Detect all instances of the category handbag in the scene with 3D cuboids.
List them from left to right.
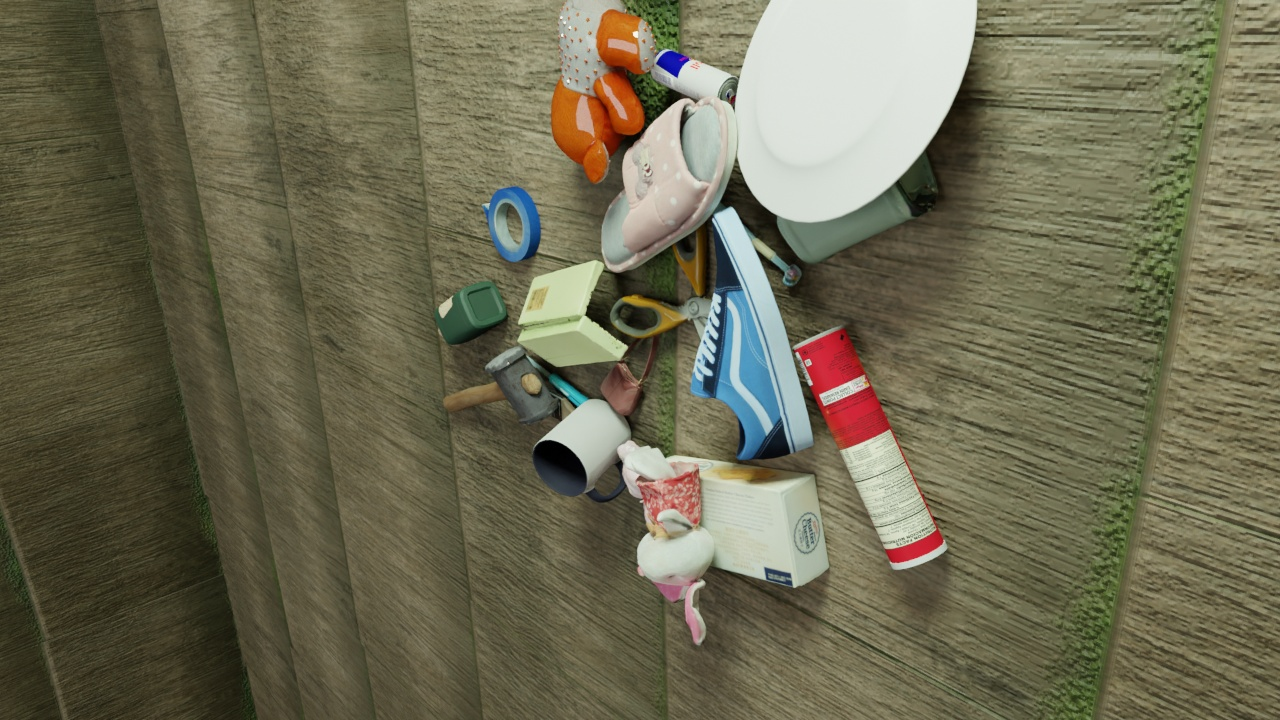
[{"bbox_3d":[-0.006,0.006,1.056,0.055,0.029,0.120,50,132,25],"label":"handbag"},{"bbox_3d":[0.168,-0.147,0.751,0.122,0.067,0.106,-25,88,51],"label":"handbag"}]

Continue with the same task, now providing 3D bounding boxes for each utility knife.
[{"bbox_3d":[-0.102,0.033,1.186,0.162,0.015,0.022,34,138,39],"label":"utility knife"}]

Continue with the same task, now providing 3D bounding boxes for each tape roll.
[{"bbox_3d":[-0.161,-0.172,1.163,0.093,0.016,0.091,-18,92,51],"label":"tape roll"}]

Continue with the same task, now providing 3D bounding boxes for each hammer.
[{"bbox_3d":[-0.215,0.046,1.278,0.098,0.052,0.329,58,151,-11],"label":"hammer"}]

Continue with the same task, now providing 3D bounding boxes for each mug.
[{"bbox_3d":[-0.059,0.116,1.097,0.079,0.096,0.112,-33,96,43],"label":"mug"}]

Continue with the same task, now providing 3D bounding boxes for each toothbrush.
[{"bbox_3d":[0.097,-0.125,0.883,0.155,0.016,0.022,46,127,26],"label":"toothbrush"}]

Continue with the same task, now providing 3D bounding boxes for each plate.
[{"bbox_3d":[0.147,-0.227,0.703,0.243,0.016,0.242,-19,67,52],"label":"plate"}]

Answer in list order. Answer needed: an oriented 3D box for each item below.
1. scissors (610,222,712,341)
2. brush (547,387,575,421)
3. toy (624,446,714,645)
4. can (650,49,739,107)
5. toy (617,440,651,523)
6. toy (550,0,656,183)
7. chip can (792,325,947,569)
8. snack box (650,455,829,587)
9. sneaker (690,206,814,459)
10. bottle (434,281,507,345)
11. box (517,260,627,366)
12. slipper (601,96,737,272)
[{"bbox_3d":[0.041,-0.068,0.965,0.230,0.016,0.225,-14,93,47],"label":"scissors"},{"bbox_3d":[-0.100,0.064,1.196,0.151,0.012,0.039,23,123,43],"label":"brush"},{"bbox_3d":[0.032,0.182,0.947,0.159,0.084,0.194,-147,45,-74],"label":"toy"},{"bbox_3d":[0.050,-0.265,0.865,0.095,0.032,0.032,35,130,35],"label":"can"},{"bbox_3d":[0.007,0.145,1.078,0.063,0.047,0.110,-143,37,-77],"label":"toy"},{"bbox_3d":[-0.040,-0.274,0.914,0.163,0.092,0.173,-122,36,-44],"label":"toy"},{"bbox_3d":[0.203,0.076,0.818,0.052,0.051,0.214,-30,82,51],"label":"chip can"},{"bbox_3d":[0.095,0.165,0.976,0.208,0.057,0.104,1,106,49],"label":"snack box"},{"bbox_3d":[0.085,-0.015,0.852,0.083,0.098,0.241,-90,-17,-76],"label":"sneaker"},{"bbox_3d":[-0.245,-0.059,1.274,0.132,0.061,0.061,-24,89,51],"label":"bottle"},{"bbox_3d":[-0.091,-0.046,1.079,0.188,0.066,0.127,-1,103,61],"label":"box"},{"bbox_3d":[0.010,-0.164,0.898,0.275,0.054,0.114,143,125,-59],"label":"slipper"}]
